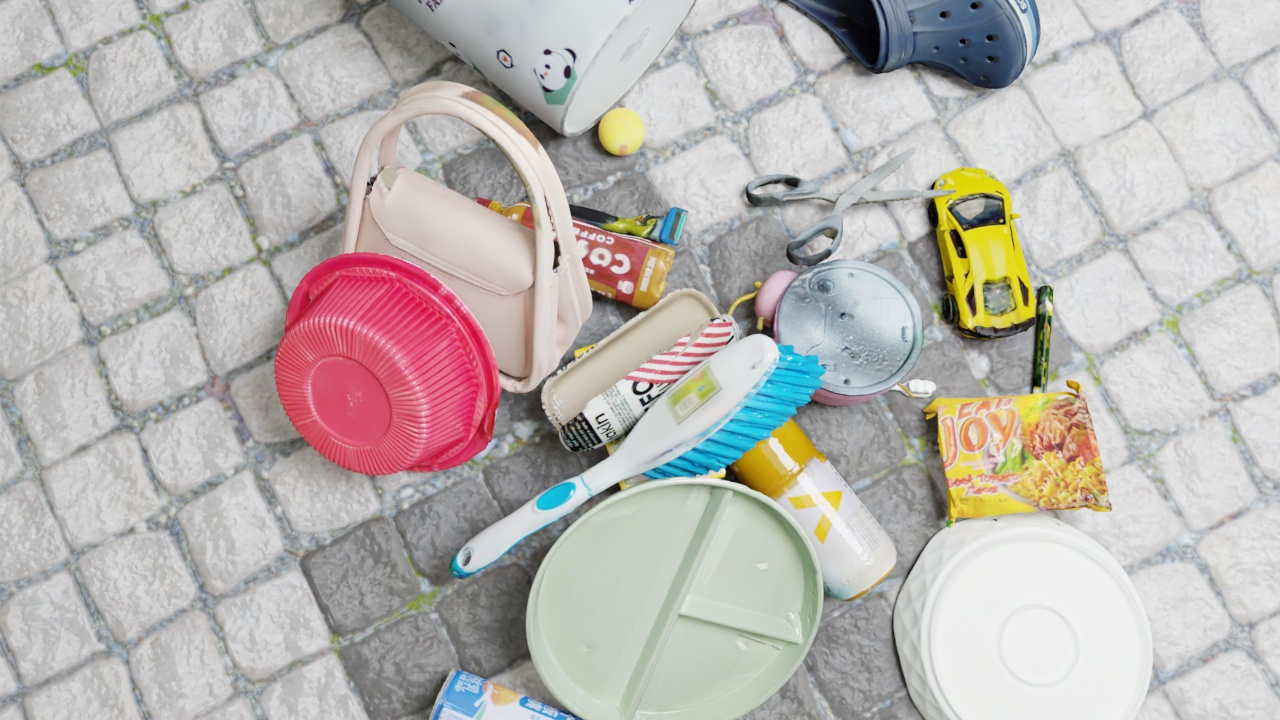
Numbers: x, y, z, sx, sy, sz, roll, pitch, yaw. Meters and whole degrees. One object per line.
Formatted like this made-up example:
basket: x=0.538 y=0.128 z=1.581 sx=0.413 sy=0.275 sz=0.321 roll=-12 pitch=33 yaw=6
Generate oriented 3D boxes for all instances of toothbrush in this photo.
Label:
toothbrush: x=0.158 y=0.016 z=0.776 sx=0.180 sy=0.016 sz=0.016 roll=5 pitch=73 yaw=2
toothbrush: x=0.336 y=0.026 z=0.773 sx=0.012 sy=0.017 sz=0.185 roll=2 pitch=80 yaw=36

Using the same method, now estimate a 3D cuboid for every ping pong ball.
ping pong ball: x=-0.016 y=-0.198 z=0.795 sx=0.040 sy=0.040 sz=0.040 roll=0 pitch=82 yaw=0

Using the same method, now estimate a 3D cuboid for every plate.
plate: x=0.310 y=0.223 z=0.733 sx=0.205 sy=0.045 sz=0.204 roll=0 pitch=82 yaw=1
plate: x=0.027 y=0.189 z=0.703 sx=0.230 sy=0.027 sz=0.230 roll=-3 pitch=109 yaw=-8

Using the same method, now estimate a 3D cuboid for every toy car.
toy car: x=0.288 y=-0.093 z=0.778 sx=0.071 sy=0.041 sz=0.155 roll=-8 pitch=81 yaw=-1

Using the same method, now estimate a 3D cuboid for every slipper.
slipper: x=0.211 y=-0.298 z=0.773 sx=0.253 sy=0.105 sz=0.095 roll=26 pitch=76 yaw=6

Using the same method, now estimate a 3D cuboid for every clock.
clock: x=0.147 y=-0.020 z=0.752 sx=0.158 sy=0.060 sz=0.117 roll=6 pitch=71 yaw=3

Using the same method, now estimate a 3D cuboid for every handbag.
handbag: x=-0.130 y=-0.099 z=0.684 sx=0.193 sy=0.235 sz=0.093 roll=25 pitch=53 yaw=9

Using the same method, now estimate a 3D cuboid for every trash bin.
trash bin: x=-0.094 y=-0.332 z=0.731 sx=0.252 sy=0.230 sz=0.229 roll=41 pitch=84 yaw=0

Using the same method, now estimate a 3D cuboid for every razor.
razor: x=-0.032 y=-0.123 z=0.795 sx=0.143 sy=0.022 sz=0.042 roll=12 pitch=50 yaw=6

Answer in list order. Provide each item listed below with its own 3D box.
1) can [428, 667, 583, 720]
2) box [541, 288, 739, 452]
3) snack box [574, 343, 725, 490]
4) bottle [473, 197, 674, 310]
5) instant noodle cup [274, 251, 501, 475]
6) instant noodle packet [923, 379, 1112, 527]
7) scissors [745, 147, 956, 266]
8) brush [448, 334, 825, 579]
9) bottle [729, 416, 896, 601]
can: x=-0.096 y=0.292 z=0.722 sx=0.134 sy=0.053 sz=0.053 roll=21 pitch=83 yaw=3
box: x=-0.005 y=0.003 z=0.723 sx=0.162 sy=0.076 sz=0.087 roll=-38 pitch=59 yaw=-2
snack box: x=0.007 y=0.045 z=0.766 sx=0.087 sy=0.034 sz=0.140 roll=-20 pitch=81 yaw=-2
bottle: x=-0.061 y=-0.093 z=0.772 sx=0.175 sy=0.057 sz=0.057 roll=18 pitch=83 yaw=3
instant noodle cup: x=-0.206 y=0.017 z=0.703 sx=0.194 sy=0.065 sz=0.194 roll=8 pitch=117 yaw=16
instant noodle packet: x=0.302 y=0.075 z=0.742 sx=0.128 sy=0.044 sz=0.110 roll=-8 pitch=73 yaw=14
scissors: x=0.173 y=-0.138 z=0.780 sx=0.159 sy=0.014 sz=0.180 roll=25 pitch=58 yaw=23
brush: x=-0.008 y=0.081 z=0.701 sx=0.315 sy=0.109 sz=0.060 roll=-40 pitch=57 yaw=21
bottle: x=0.125 y=0.102 z=0.739 sx=0.068 sy=0.068 sz=0.189 roll=-37 pitch=83 yaw=-5
